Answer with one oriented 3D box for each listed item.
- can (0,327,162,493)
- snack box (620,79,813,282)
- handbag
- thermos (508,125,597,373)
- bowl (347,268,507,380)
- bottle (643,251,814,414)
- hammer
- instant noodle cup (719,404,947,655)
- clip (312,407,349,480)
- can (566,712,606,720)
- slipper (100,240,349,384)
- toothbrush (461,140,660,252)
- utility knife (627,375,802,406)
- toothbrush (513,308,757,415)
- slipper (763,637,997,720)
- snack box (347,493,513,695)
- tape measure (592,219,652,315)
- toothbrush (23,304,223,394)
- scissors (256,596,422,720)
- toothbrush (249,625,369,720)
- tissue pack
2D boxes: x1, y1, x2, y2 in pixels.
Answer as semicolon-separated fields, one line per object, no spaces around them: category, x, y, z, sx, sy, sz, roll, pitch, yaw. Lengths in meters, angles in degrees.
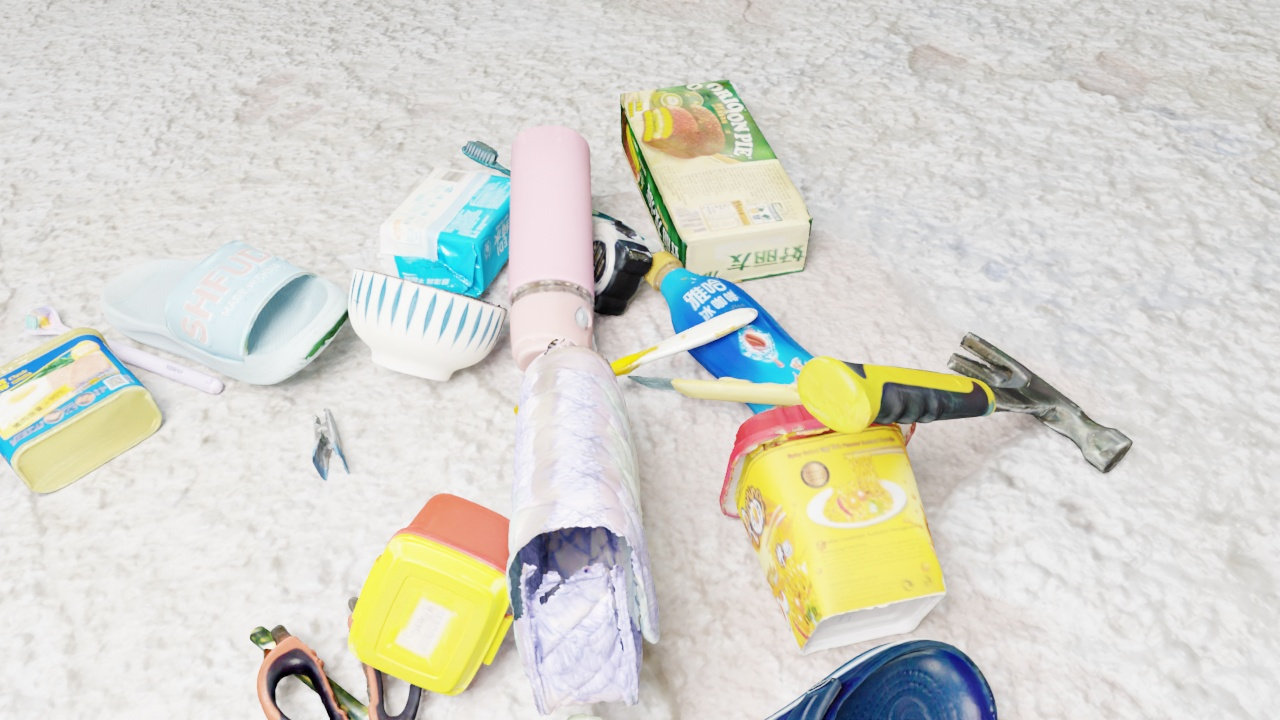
can;-0.412;0.036;0.658;0.083;0.057;0.101;35;56;27
snack box;0.061;-0.168;0.839;0.114;0.063;0.239;-11;46;-9
handbag;-0.033;0.089;0.518;0.075;0.134;0.193;-7;29;-3
thermos;-0.063;-0.081;0.715;0.067;0.087;0.198;-19;60;27
bowl;-0.164;-0.023;0.687;0.116;0.116;0.066;16;90;16
bottle;0.072;-0.013;0.687;0.065;0.065;0.218;-26;51;-22
hammer;0.193;0.022;0.554;0.322;0.032;0.126;5;32;-48
instant noodle cup;0.117;0.100;0.551;0.116;0.116;0.123;-9;58;-8
clip;-0.224;0.057;0.654;0.041;0.026;0.058;-19;48;-6
can;-0.045;0.250;0.439;0.058;0.058;0.146;17;48;17
slipper;-0.329;-0.051;0.713;0.246;0.074;0.103;11;46;25
toothbrush;-0.065;-0.140;0.791;0.191;0.018;0.016;26;45;-12
utility knife;0.059;0.022;0.628;0.199;0.031;0.021;-3;56;46
toothbrush;-0.004;0.004;0.663;0.191;0.018;0.016;-23;54;8
slipper;0.086;0.216;0.428;0.252;0.095;0.105;-23;76;-29
snack box;-0.111;0.130;0.525;0.082;0.091;0.080;25;20;-4
tape measure;-0.025;-0.079;0.750;0.033;0.066;0.066;11;38;-37
toothbrush;-0.407;-0.007;0.723;0.189;0.021;0.029;17;63;15
scissors;-0.155;0.214;0.477;0.197;0.015;0.204;17;34;11
toothbrush;-0.160;0.203;0.517;0.186;0.012;0.017;26;38;24
tissue pack;-0.154;-0.110;0.785;0.090;0.063;0.139;10;41;12
